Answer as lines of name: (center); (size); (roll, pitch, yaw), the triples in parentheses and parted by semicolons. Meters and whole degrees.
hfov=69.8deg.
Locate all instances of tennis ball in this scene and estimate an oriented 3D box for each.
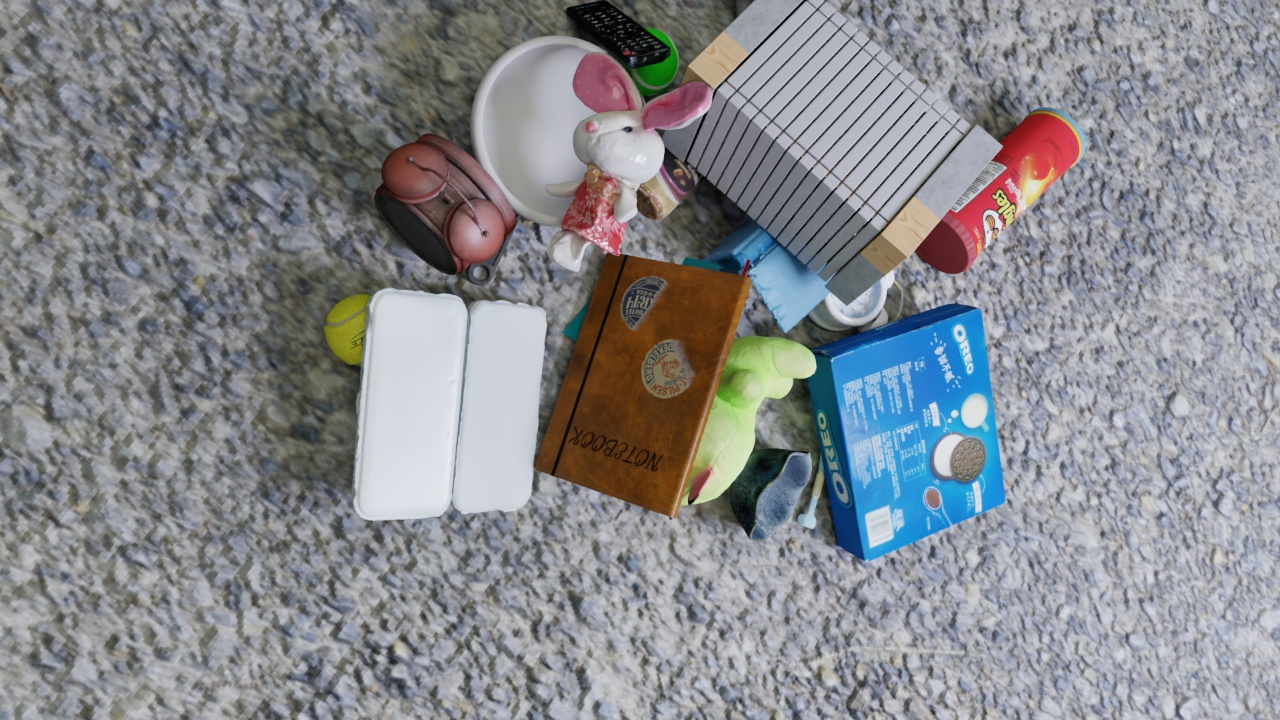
tennis ball: (0.007, -0.302, 0.931); (0.065, 0.065, 0.065); (0, 89, -18)
tennis ball: (-0.255, -0.028, 0.842); (0.065, 0.065, 0.065); (0, 89, -18)

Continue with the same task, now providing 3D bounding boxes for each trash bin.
trash bin: (0.167, -0.202, 0.854); (0.247, 0.143, 0.142); (42, 75, 3)

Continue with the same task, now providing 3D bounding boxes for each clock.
clock: (-0.176, -0.139, 0.822); (0.120, 0.158, 0.072); (45, 71, -12)
clock: (0.236, -0.075, 1.011); (0.125, 0.052, 0.089); (10, 85, -21)

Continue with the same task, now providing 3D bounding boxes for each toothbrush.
toothbrush: (0.203, 0.109, 1.015); (0.022, 0.016, 0.155); (18, 83, -7)

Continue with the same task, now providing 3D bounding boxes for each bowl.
bowl: (0.129, 0.132, 0.959); (0.055, 0.110, 0.110); (28, 77, 29)
bowl: (-0.081, -0.215, 0.882); (0.176, 0.066, 0.176); (-2, 95, -23)

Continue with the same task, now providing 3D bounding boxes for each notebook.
notebook: (-0.004, 0.007, 0.890); (0.014, 0.179, 0.249); (29, 78, -58)

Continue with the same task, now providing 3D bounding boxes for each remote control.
remote control: (-0.024, -0.317, 0.895); (0.047, 0.150, 0.022); (-18, 133, -18)

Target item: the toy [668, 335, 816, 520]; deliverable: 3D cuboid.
toy: (0.079, 0.059, 0.915); (0.107, 0.150, 0.196); (44, 75, 5)

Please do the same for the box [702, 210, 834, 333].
box: (0.188, -0.136, 0.975); (0.231, 0.094, 0.111); (-41, 103, -16)

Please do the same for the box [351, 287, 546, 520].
box: (-0.172, 0.043, 0.852); (0.191, 0.045, 0.209); (6, 91, -38)

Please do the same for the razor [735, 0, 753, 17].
razor: (0.114, -0.344, 0.982); (0.088, 0.047, 0.116); (1, 81, -18)

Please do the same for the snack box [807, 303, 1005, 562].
snack box: (0.293, 0.075, 1.002); (0.195, 0.056, 0.239); (-17, 105, -18)

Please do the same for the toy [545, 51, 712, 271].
toy: (-0.028, -0.172, 0.818); (0.084, 0.159, 0.194); (13, 106, -53)

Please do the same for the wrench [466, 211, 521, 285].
wrench: (-0.106, -0.198, 0.919); (0.073, 0.018, 0.273); (26, 83, -18)

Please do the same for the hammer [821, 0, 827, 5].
hammer: (0.056, -0.426, 0.932); (0.322, 0.043, 0.155); (29, 57, -16)

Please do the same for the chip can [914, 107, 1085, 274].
chip can: (0.407, -0.195, 1.050); (0.213, 0.087, 0.087); (-41, 101, -15)

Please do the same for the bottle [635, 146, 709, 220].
bottle: (0.055, -0.218, 0.949); (0.165, 0.060, 0.059); (-45, 102, -14)
